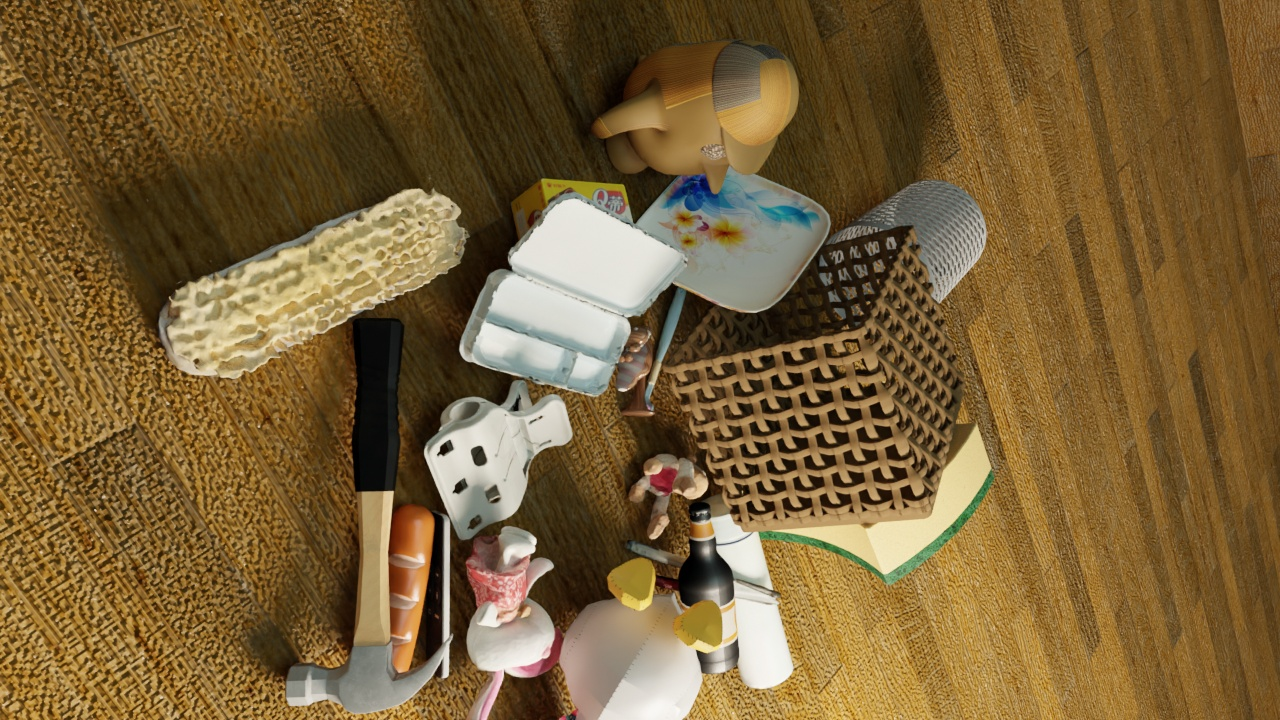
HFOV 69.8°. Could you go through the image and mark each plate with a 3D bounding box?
[{"bbox_3d":[0.097,-0.136,1.005,0.186,0.187,0.016,-51,158,-29],"label":"plate"}]

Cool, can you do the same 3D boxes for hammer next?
[{"bbox_3d":[-0.227,0.128,0.783,0.131,0.039,0.328,0,83,-5],"label":"hammer"}]

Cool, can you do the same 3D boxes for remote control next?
[{"bbox_3d":[-0.185,0.212,0.838,0.008,0.045,0.146,0,90,-31],"label":"remote control"}]

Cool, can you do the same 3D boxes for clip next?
[{"bbox_3d":[-0.135,0.082,0.856,0.143,0.074,0.125,-44,140,-35],"label":"clip"}]

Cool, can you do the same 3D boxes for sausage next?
[{"bbox_3d":[-0.213,0.210,0.817,0.044,0.039,0.164,31,67,-72],"label":"sausage"}]

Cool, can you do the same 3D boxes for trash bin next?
[{"bbox_3d":[0.352,-0.142,1.213,0.182,0.157,0.156,-37,113,-36],"label":"trash bin"}]

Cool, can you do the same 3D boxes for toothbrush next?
[{"bbox_3d":[0.025,-0.014,1.030,0.022,0.016,0.154,18,76,0],"label":"toothbrush"}]

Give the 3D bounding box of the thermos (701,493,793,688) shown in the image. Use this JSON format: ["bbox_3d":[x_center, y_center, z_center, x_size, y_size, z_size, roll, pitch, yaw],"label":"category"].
[{"bbox_3d":[0.123,0.270,1.081,0.067,0.068,0.230,-27,106,-37],"label":"thermos"}]

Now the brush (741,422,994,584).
[{"bbox_3d":[0.253,0.143,1.066,0.194,0.251,0.075,-35,112,-27],"label":"brush"}]

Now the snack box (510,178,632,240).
[{"bbox_3d":[-0.063,-0.129,0.914,0.105,0.061,0.083,-5,78,-39],"label":"snack box"}]

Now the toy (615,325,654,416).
[{"bbox_3d":[-0.006,0.006,0.990,0.054,0.042,0.101,33,60,-58],"label":"toy"}]

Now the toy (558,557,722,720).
[{"bbox_3d":[-0.022,0.322,0.910,0.268,0.141,0.246,-63,170,24],"label":"toy"}]

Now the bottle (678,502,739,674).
[{"bbox_3d":[0.070,0.240,0.981,0.059,0.059,0.182,-16,106,-39],"label":"bottle"}]

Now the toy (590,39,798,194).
[{"bbox_3d":[0.074,-0.255,0.946,0.198,0.204,0.162,-17,101,-38],"label":"toy"}]

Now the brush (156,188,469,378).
[{"bbox_3d":[-0.263,-0.069,0.763,0.270,0.057,0.083,-32,108,-35],"label":"brush"}]

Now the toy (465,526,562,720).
[{"bbox_3d":[-0.122,0.242,0.861,0.158,0.084,0.194,-28,125,-58],"label":"toy"}]

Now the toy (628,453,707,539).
[{"bbox_3d":[0.037,0.141,1.015,0.105,0.074,0.085,-15,133,-59],"label":"toy"}]

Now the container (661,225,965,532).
[{"bbox_3d":[0.201,0.020,1.002,0.250,0.220,0.214,-50,122,-50],"label":"container"}]

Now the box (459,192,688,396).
[{"bbox_3d":[-0.061,-0.059,0.880,0.209,0.061,0.193,15,107,-53],"label":"box"}]

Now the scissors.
[{"bbox_3d":[0.065,0.249,1.022,0.146,0.015,0.188,-40,101,-11],"label":"scissors"}]
